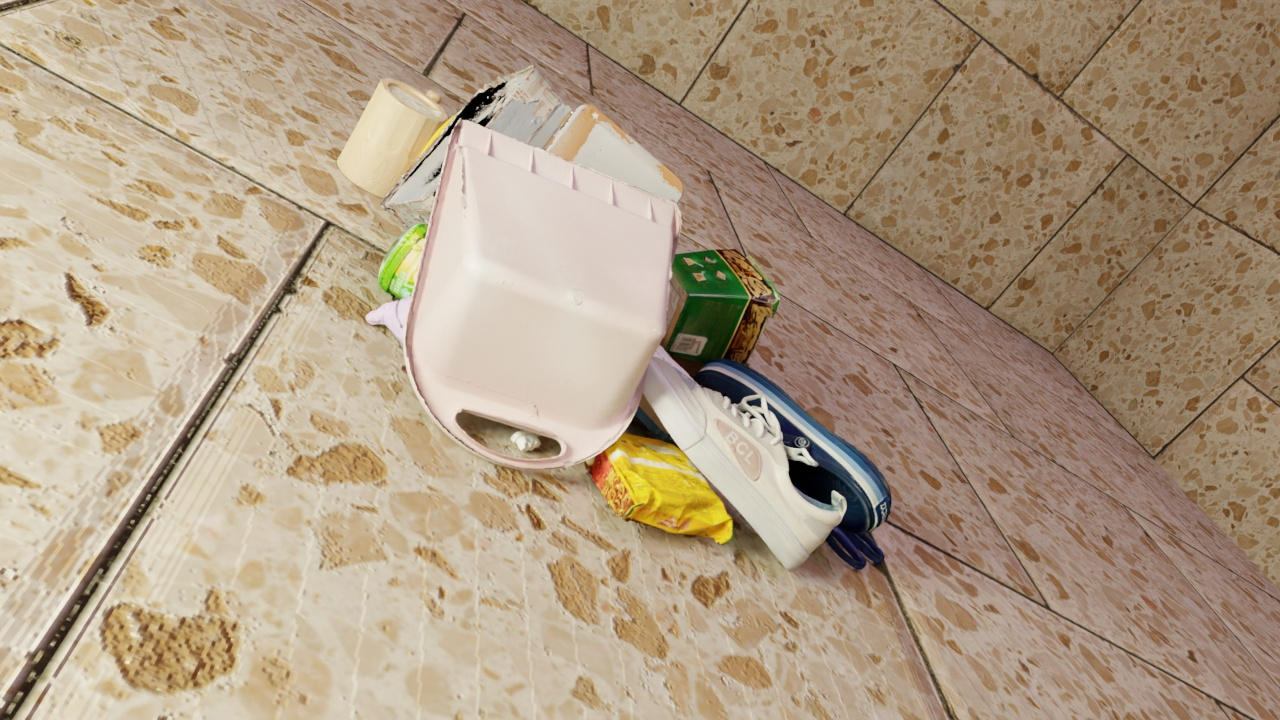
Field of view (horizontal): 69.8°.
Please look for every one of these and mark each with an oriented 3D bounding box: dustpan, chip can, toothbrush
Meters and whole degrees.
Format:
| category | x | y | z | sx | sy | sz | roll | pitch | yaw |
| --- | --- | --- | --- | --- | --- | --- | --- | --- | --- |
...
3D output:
| category | x | y | z | sx | sy | sz | roll | pitch | yaw |
| --- | --- | --- | --- | --- | --- | --- | --- | --- | --- |
| dustpan | -0.088 | -0.052 | 0.774 | 0.222 | 0.139 | 0.272 | 20 | 37 | -17 |
| chip can | -0.132 | -0.038 | 0.832 | 0.221 | 0.073 | 0.072 | 34 | 22 | -5 |
| toothbrush | -0.055 | 0.061 | 0.824 | 0.016 | 0.016 | 0.179 | 52 | 26 | 17 |

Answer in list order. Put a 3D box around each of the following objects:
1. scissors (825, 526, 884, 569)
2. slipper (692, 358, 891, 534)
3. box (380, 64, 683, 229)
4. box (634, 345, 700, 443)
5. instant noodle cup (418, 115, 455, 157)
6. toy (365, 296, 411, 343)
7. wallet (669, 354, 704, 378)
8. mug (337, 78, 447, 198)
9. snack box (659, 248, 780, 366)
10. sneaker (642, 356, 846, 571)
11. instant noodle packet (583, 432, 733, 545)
| category | x | y | z | sx | sy | sz | roll | pitch | yaw |
| --- | --- | --- | --- | --- | --- | --- | --- | --- | --- |
| scissors | 0.201 | 0.164 | 1.005 | 0.140 | 0.012 | 0.170 | 23 | 24 | -26 |
| slipper | 0.138 | 0.099 | 0.942 | 0.095 | 0.105 | 0.253 | -32 | 51 | -28 |
| box | -0.111 | -0.157 | 0.898 | 0.226 | 0.180 | 0.157 | 37 | -18 | -15 |
| box | -0.005 | 0.006 | 0.937 | 0.184 | 0.059 | 0.089 | 44 | 9 | 24 |
| instant noodle cup | -0.179 | -0.192 | 1.014 | 0.114 | 0.119 | 0.118 | 37 | 22 | -2 |
| toy | -0.166 | -0.023 | 0.767 | 0.108 | 0.083 | 0.039 | 47 | -12 | 18 |
| wallet | 0.044 | -0.022 | 1.074 | 0.132 | 0.031 | 0.107 | 32 | 24 | -4 |
| mug | -0.265 | -0.246 | 1.014 | 0.084 | 0.104 | 0.124 | 34 | 22 | -6 |
| snack box | 0.068 | -0.057 | 1.015 | 0.105 | 0.118 | 0.117 | 2 | 37 | -27 |
| sneaker | 0.093 | 0.075 | 0.829 | 0.242 | 0.091 | 0.089 | 49 | 0 | -8 |
| instant noodle packet | 0.014 | 0.108 | 0.795 | 0.128 | 0.044 | 0.110 | 21 | 25 | -40 |
